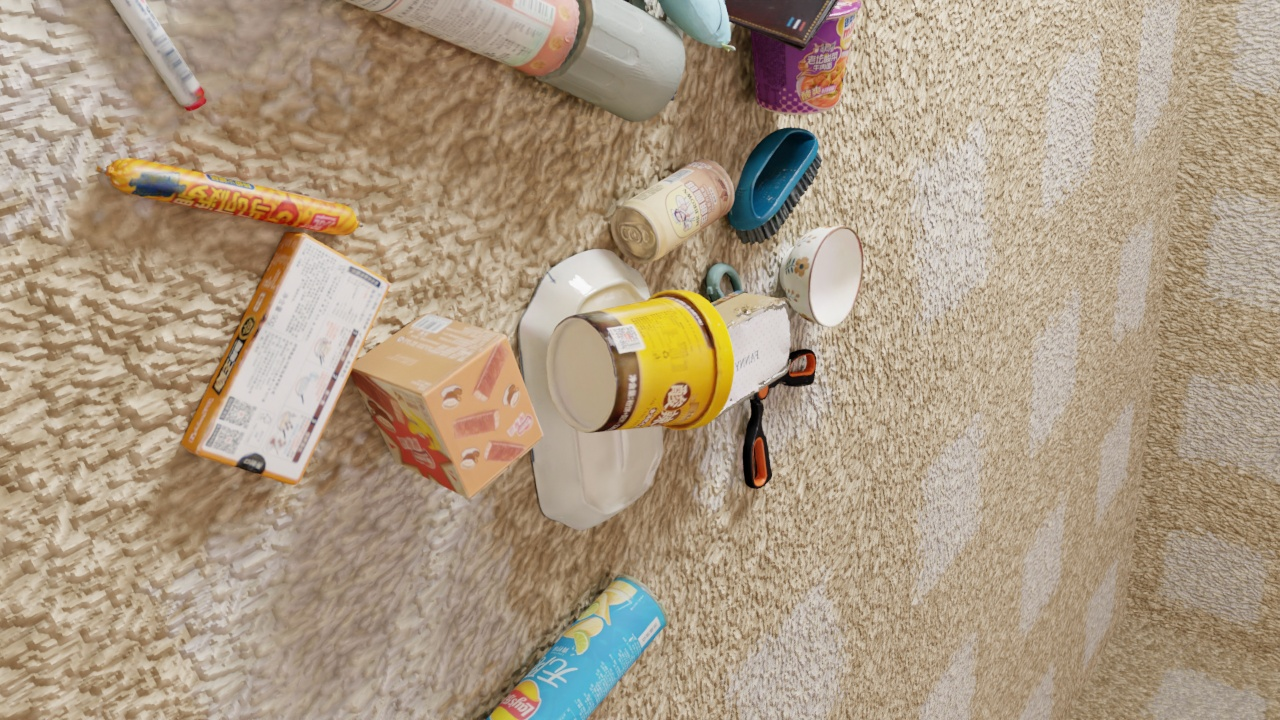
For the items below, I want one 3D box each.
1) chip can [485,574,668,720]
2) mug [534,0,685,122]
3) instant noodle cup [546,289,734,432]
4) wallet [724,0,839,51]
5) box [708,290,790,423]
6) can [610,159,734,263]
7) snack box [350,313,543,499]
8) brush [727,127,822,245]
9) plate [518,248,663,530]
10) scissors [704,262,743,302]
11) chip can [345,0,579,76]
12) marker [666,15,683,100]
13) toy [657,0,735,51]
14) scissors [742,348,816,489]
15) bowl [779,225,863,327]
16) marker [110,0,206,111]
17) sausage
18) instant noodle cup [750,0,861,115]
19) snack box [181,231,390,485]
[{"bbox_3d":[-0.064,0.295,0.851,0.209,0.071,0.071,-42,130,-34],"label":"chip can"},{"bbox_3d":[-0.032,-0.260,0.719,0.103,0.084,0.124,6,70,-49],"label":"mug"},{"bbox_3d":[-0.004,0.004,0.745,0.114,0.119,0.118,-7,107,-40],"label":"instant noodle cup"},{"bbox_3d":[0.114,-0.333,0.827,0.096,0.122,0.020,-56,164,-21],"label":"wallet"},{"bbox_3d":[0.074,-0.003,0.877,0.183,0.062,0.090,-23,117,-45],"label":"box"},{"bbox_3d":[0.031,-0.136,0.834,0.116,0.059,0.058,-38,128,-36],"label":"can"},{"bbox_3d":[-0.139,0.031,0.663,0.076,0.093,0.094,-41,130,-33],"label":"snack box"},{"bbox_3d":[0.136,-0.189,0.941,0.143,0.055,0.073,-54,137,-23],"label":"brush"},{"bbox_3d":[-0.032,0.033,0.833,0.161,0.034,0.266,-24,119,-43],"label":"plate"},{"bbox_3d":[0.068,-0.005,0.950,0.171,0.019,0.177,-37,130,-39],"label":"scissors"},{"bbox_3d":[-0.137,-0.248,0.596,0.214,0.071,0.071,5,98,-49],"label":"chip can"},{"bbox_3d":[0.033,-0.298,0.816,0.022,0.018,0.131,4,99,-14],"label":"marker"},{"bbox_3d":[0.027,-0.317,0.744,0.156,0.050,0.161,63,22,6],"label":"toy"},{"bbox_3d":[0.136,0.043,1.035,0.233,0.022,0.221,-16,115,-49],"label":"scissors"},{"bbox_3d":[0.198,-0.098,1.036,0.113,0.062,0.113,-16,113,-44],"label":"bowl"},{"bbox_3d":[-0.280,-0.201,0.489,0.017,0.017,0.145,-47,133,-29],"label":"marker"},{"bbox_3d":[-0.242,-0.098,0.560,0.165,0.021,0.021,6,97,-49],"label":"sausage"},{"bbox_3d":[0.157,-0.300,0.897,0.111,0.112,0.099,-35,133,-38],"label":"instant noodle cup"},{"bbox_3d":[-0.229,-0.001,0.603,0.075,0.026,0.153,33,76,-48],"label":"snack box"}]
